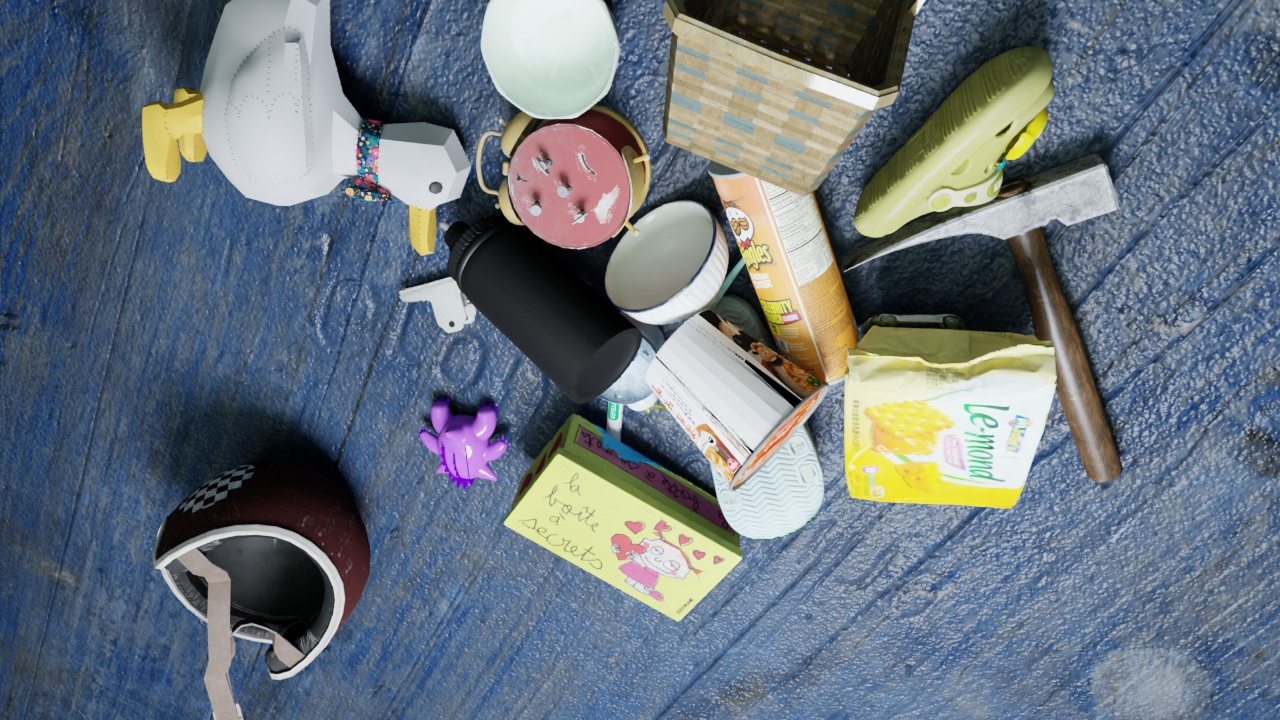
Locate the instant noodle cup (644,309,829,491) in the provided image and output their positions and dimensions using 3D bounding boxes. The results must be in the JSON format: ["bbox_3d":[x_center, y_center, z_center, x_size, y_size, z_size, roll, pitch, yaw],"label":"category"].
[{"bbox_3d":[0.076,0.027,0.797,0.122,0.123,0.124,43,121,16],"label":"instant noodle cup"}]

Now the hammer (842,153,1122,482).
[{"bbox_3d":[0.332,-0.007,0.814,0.218,0.037,0.300,-19,112,23],"label":"hammer"}]

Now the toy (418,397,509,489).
[{"bbox_3d":[-0.193,0.093,0.991,0.106,0.055,0.088,6,122,13],"label":"toy"}]

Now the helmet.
[{"bbox_3d":[-0.416,0.238,1.010,0.234,0.253,0.233,-34,112,2],"label":"helmet"}]

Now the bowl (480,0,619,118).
[{"bbox_3d":[-0.068,-0.266,0.766,0.117,0.061,0.118,6,118,12],"label":"bowl"}]

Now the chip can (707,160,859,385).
[{"bbox_3d":[0.129,-0.083,0.786,0.075,0.075,0.215,-13,122,20],"label":"chip can"}]

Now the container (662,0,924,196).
[{"bbox_3d":[0.116,-0.255,0.618,0.157,0.249,0.187,22,136,2],"label":"container"}]

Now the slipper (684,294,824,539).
[{"bbox_3d":[0.110,0.053,0.886,0.104,0.074,0.245,-16,96,18],"label":"slipper"}]

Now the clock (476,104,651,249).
[{"bbox_3d":[-0.072,-0.162,0.810,0.159,0.081,0.117,13,120,8],"label":"clock"}]

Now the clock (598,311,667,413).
[{"bbox_3d":[-0.005,0.005,0.896,0.117,0.056,0.083,41,119,-9],"label":"clock"}]

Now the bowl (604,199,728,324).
[{"bbox_3d":[0.033,-0.078,0.820,0.118,0.118,0.062,-27,136,25],"label":"bowl"}]

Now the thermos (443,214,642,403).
[{"bbox_3d":[-0.098,-0.057,0.840,0.198,0.085,0.086,42,122,20],"label":"thermos"}]

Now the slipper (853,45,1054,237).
[{"bbox_3d":[0.255,-0.156,0.727,0.081,0.091,0.191,39,123,-10],"label":"slipper"}]

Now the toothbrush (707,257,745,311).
[{"bbox_3d":[0.069,-0.056,0.838,0.016,0.016,0.181,31,105,-25],"label":"toothbrush"}]

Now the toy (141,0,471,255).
[{"bbox_3d":[-0.290,-0.210,0.818,0.267,0.140,0.247,-2,117,-4],"label":"toy"}]

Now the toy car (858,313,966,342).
[{"bbox_3d":[0.234,-0.023,0.792,0.090,0.027,0.039,2,130,11],"label":"toy car"}]

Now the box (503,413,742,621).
[{"bbox_3d":[-0.016,0.164,0.952,0.221,0.081,0.125,32,120,-15],"label":"box"}]

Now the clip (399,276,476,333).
[{"bbox_3d":[-0.190,-0.060,0.936,0.102,0.046,0.056,-12,109,21],"label":"clip"}]

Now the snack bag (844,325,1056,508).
[{"bbox_3d":[0.260,0.054,0.805,0.160,0.068,0.247,1,145,13],"label":"snack bag"}]

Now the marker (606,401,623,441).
[{"bbox_3d":[-0.029,0.090,0.970,0.017,0.017,0.146,10,119,9],"label":"marker"}]
